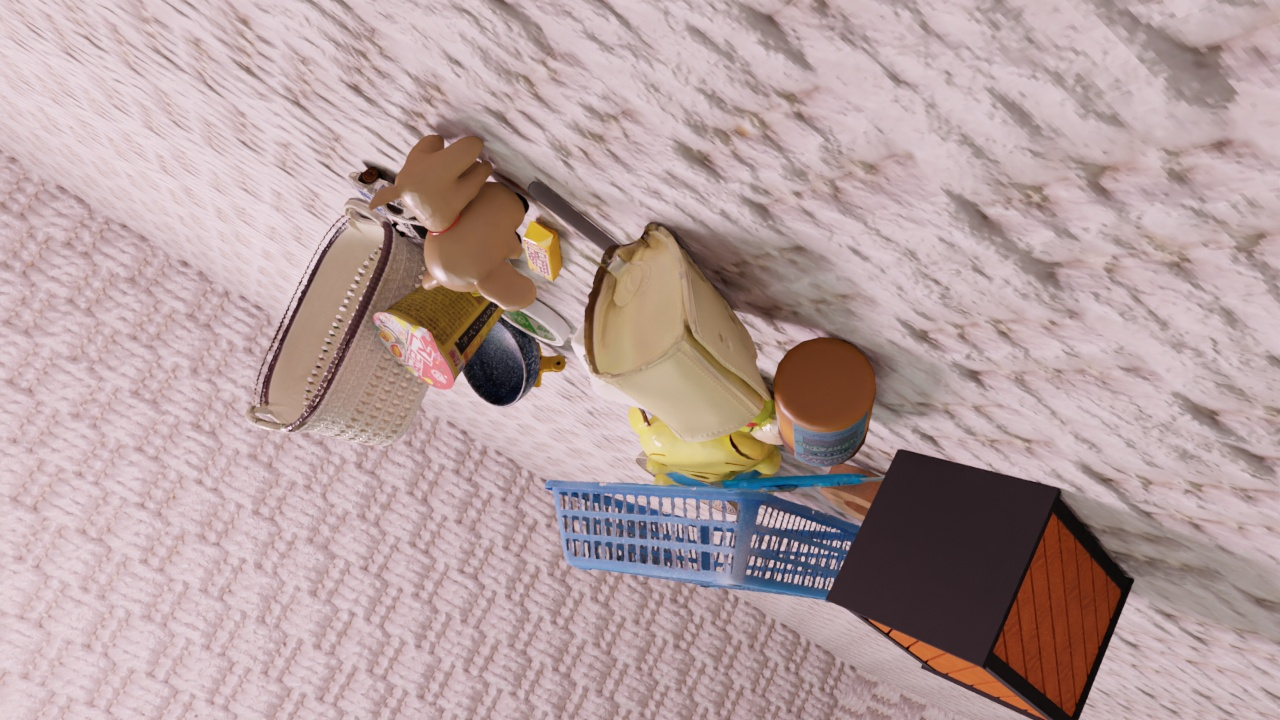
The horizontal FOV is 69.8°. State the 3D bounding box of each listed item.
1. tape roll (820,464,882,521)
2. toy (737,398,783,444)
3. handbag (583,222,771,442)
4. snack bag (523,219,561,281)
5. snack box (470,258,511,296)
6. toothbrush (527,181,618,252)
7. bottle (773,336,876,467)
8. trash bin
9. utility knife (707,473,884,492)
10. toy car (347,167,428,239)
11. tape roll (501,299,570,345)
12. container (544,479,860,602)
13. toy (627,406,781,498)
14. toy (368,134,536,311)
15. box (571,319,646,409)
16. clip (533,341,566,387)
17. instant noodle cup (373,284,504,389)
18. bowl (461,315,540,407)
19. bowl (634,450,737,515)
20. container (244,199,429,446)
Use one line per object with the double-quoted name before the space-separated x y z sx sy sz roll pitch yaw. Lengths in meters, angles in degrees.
"tape roll" 0.228 0.138 0.916 0.094 0.027 0.094 28 166 7
"toy" 0.102 0.047 0.816 0.118 0.043 0.092 29 165 -4
"handbag" 0.023 -0.018 0.619 0.081 0.111 0.119 -22 143 24
"snack bag" -0.079 -0.088 0.752 0.026 0.020 0.099 28 167 4
"snack box" -0.145 -0.097 0.799 0.040 0.029 0.148 -7 162 1
"toothbrush" -0.015 -0.078 0.673 0.167 0.013 0.013 36 173 -24
"bottle" 0.135 0.042 0.678 0.068 0.067 0.157 25 166 18
"trash bin" 0.279 0.187 0.748 0.171 0.139 0.140 39 163 -35
"utility knife" 0.152 0.117 0.878 0.175 0.015 0.031 -7 161 14
"toy car" -0.214 -0.134 0.818 0.113 0.040 0.048 26 165 19
"tape roll" -0.119 -0.047 0.981 0.094 0.018 0.094 28 166 7
"container" 0.090 0.208 1.025 0.258 0.089 0.362 -2 163 33
"toy" 0.070 0.091 0.950 0.149 0.083 0.214 1 159 14
"toy" -0.130 -0.101 0.657 0.134 0.105 0.108 16 144 44
"box" -0.011 0.015 0.829 0.102 0.095 0.107 27 168 17
"clip" -0.118 0.004 1.120 0.047 0.054 0.047 -14 160 41
"instant noodle cup" -0.187 -0.044 0.901 0.100 0.112 0.100 28 149 18
"bowl" -0.156 -0.007 1.080 0.114 0.114 0.060 16 -154 35
"bowl" 0.071 0.130 1.131 0.145 0.063 0.145 28 167 7
"container" -0.300 -0.027 0.983 0.143 0.251 0.185 27 173 -38
